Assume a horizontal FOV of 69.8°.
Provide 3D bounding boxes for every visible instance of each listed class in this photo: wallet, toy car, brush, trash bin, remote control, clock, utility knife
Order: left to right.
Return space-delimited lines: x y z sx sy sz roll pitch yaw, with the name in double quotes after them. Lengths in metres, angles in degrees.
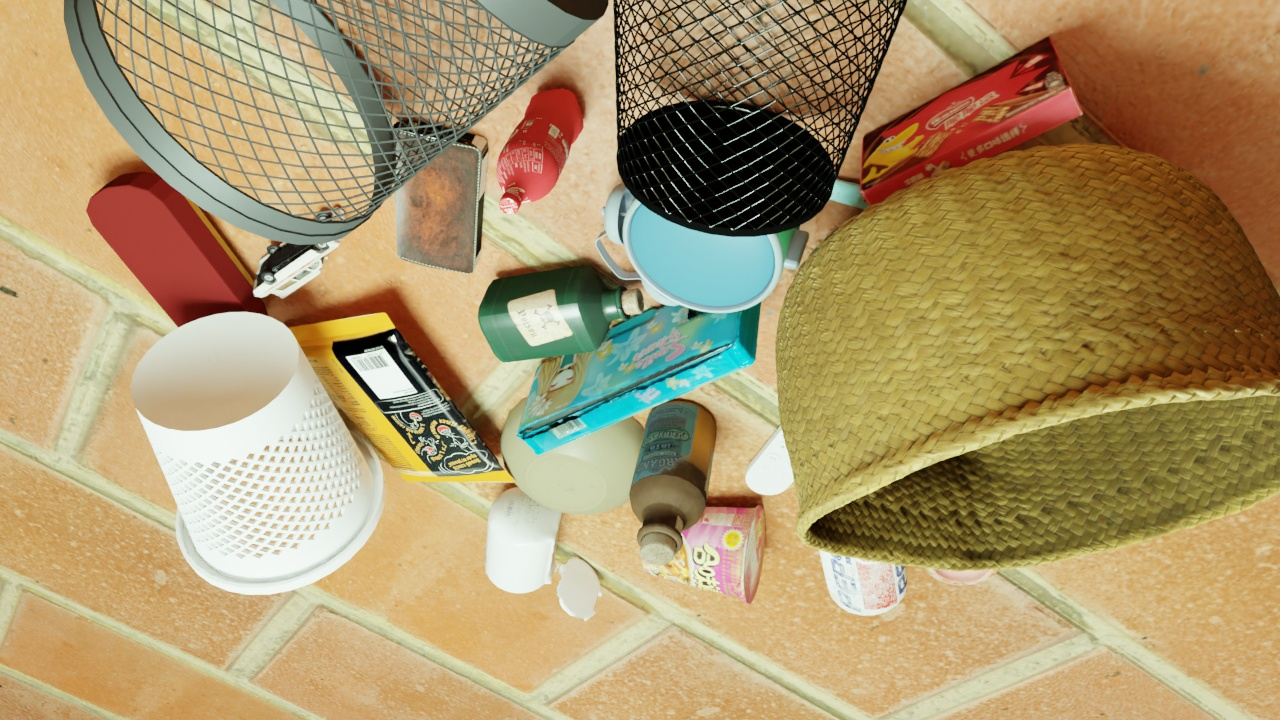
-0.402 -0.089 0.813 0.082 0.041 0.173 -10 127 21 "brush"
-0.348 0.074 0.826 0.195 0.195 0.200 7 138 7 "trash bin"
-0.290 -0.089 0.794 0.113 0.039 0.039 -24 142 28 "toy car"
-0.165 -0.218 0.539 0.228 0.217 0.218 -27 120 26 "trash bin"
-0.163 -0.129 0.739 0.072 0.019 0.123 14 132 1 "wallet"
0.038 -0.097 0.691 0.162 0.075 0.122 -11 129 37 "clock"
0.064 -0.198 0.531 0.184 0.183 0.211 11 137 4 "trash bin"
0.141 0.082 0.856 0.043 0.013 0.137 24 131 -8 "remote control"
0.176 -0.118 0.677 0.126 0.015 0.022 15 133 4 "utility knife"

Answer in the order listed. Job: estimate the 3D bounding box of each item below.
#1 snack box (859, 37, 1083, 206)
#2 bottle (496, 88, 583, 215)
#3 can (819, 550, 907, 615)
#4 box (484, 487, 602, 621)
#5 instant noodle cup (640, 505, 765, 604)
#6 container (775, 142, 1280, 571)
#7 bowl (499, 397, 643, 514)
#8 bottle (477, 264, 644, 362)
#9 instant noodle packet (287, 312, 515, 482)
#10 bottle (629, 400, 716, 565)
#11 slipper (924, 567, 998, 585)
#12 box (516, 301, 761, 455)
0.206 -0.150 0.589 0.133 0.089 0.021 -25 117 30 "snack box"
-0.071 -0.141 0.625 0.042 0.141 0.042 6 131 7 "bottle"
0.210 0.176 0.879 0.078 0.078 0.136 -6 129 17 "can"
-0.097 0.210 0.981 0.141 0.083 0.140 11 133 -4 "box"
0.062 0.187 0.919 0.109 0.097 0.098 5 132 20 "instant noodle cup"
0.246 0.005 0.597 0.307 0.196 0.307 -5 154 -3 "container"
-0.067 0.102 0.896 0.152 0.050 0.153 7 131 7 "bowl"
-0.062 -0.041 0.764 0.131 0.061 0.061 -7 131 18 "bottle"
-0.236 0.045 0.887 0.160 0.032 0.221 -5 130 35 "instant noodle packet"
0.026 0.111 0.811 0.068 0.156 0.068 6 131 7 "bottle"
0.293 0.159 0.845 0.093 0.081 0.197 -11 129 20 "slipper"
-0.005 0.004 0.768 0.227 0.094 0.041 -25 123 30 "box"
